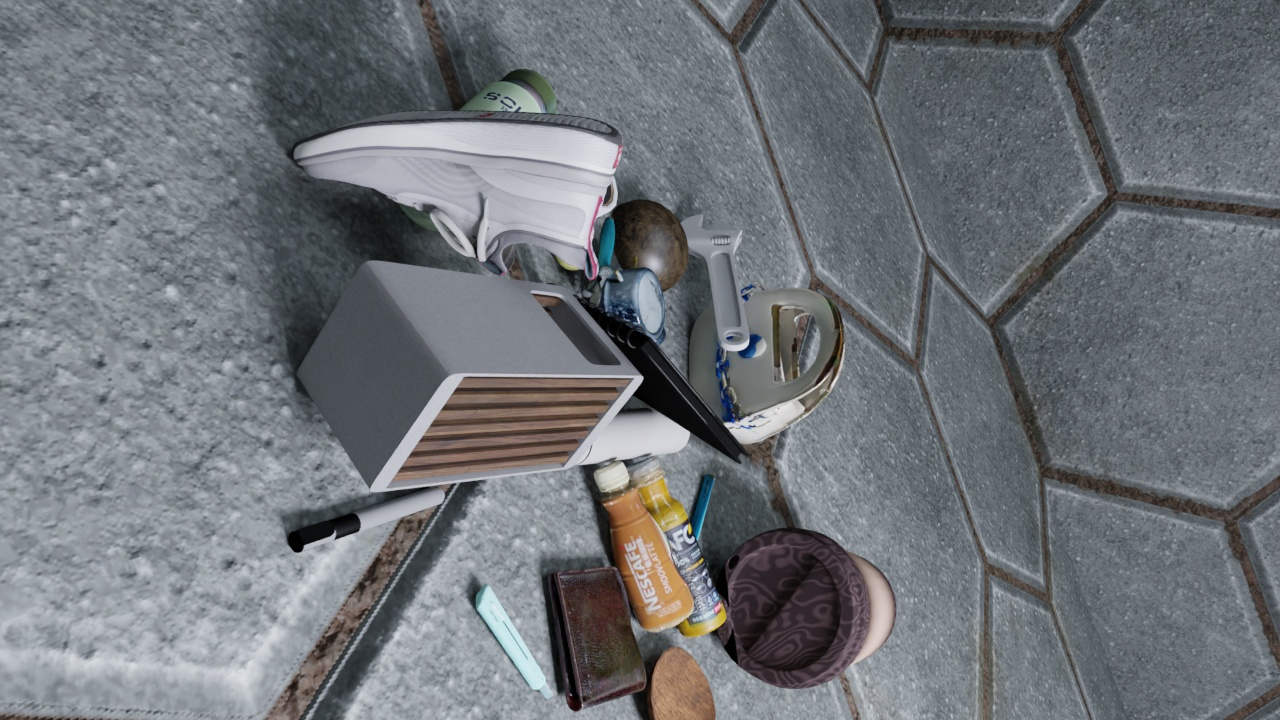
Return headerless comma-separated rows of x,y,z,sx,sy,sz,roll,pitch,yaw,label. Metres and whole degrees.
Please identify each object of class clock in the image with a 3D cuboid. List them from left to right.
-0.007,-0.047,1.027,0.090,0.052,0.129,-46,127,-59,clock

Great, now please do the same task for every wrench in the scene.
0.092,-0.103,1.143,0.272,0.087,0.018,-91,180,-49,wrench

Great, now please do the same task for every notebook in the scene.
-0.005,0.005,0.888,0.019,0.231,0.169,-46,120,-9,notebook

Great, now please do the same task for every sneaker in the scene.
-0.147,-0.134,0.737,0.096,0.263,0.129,-69,163,-69,sneaker

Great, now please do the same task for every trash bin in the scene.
-0.125,0.013,0.725,0.114,0.115,0.228,49,24,25,trash bin

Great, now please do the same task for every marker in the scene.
-0.200,0.117,0.689,0.140,0.016,0.016,-12,83,-58,marker

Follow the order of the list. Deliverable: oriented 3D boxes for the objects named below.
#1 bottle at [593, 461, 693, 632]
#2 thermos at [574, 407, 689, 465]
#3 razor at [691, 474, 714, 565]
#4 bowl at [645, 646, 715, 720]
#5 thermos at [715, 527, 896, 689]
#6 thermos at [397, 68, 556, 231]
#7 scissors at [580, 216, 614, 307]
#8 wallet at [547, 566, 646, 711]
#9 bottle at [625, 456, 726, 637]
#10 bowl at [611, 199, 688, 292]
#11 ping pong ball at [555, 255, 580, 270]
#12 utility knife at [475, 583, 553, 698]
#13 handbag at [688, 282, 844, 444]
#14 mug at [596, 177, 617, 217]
-0.002,0.182,0.910,0.059,0.059,0.167,-26,95,-58,bottle
-0.028,0.076,0.934,0.223,0.052,0.052,1,72,-56,thermos
0.066,0.183,1.051,0.042,0.022,0.143,24,38,-2,razor
0.034,0.342,0.907,0.114,0.026,0.101,60,33,-17,bowl
0.207,0.288,1.076,0.226,0.173,0.172,24,54,-57,thermos
-0.150,-0.209,0.889,0.082,0.082,0.230,55,35,-23,thermos
-0.049,-0.100,0.999,0.019,0.148,0.132,27,84,-23,scissors
-0.042,0.252,0.844,0.099,0.031,0.120,13,60,-56,wallet
0.034,0.193,0.962,0.053,0.053,0.186,-25,94,-58,bottle
0.023,-0.146,1.127,0.121,0.056,0.121,32,48,-45,bowl
-0.071,-0.116,0.985,0.040,0.040,0.040,32,48,-44,ping pong ball
-0.106,0.240,0.768,0.120,0.015,0.022,62,32,-18,utility knife
0.150,-0.005,1.112,0.093,0.200,0.200,32,46,-39,handbag
-0.086,-0.166,0.943,0.073,0.090,0.105,58,34,-18,mug
